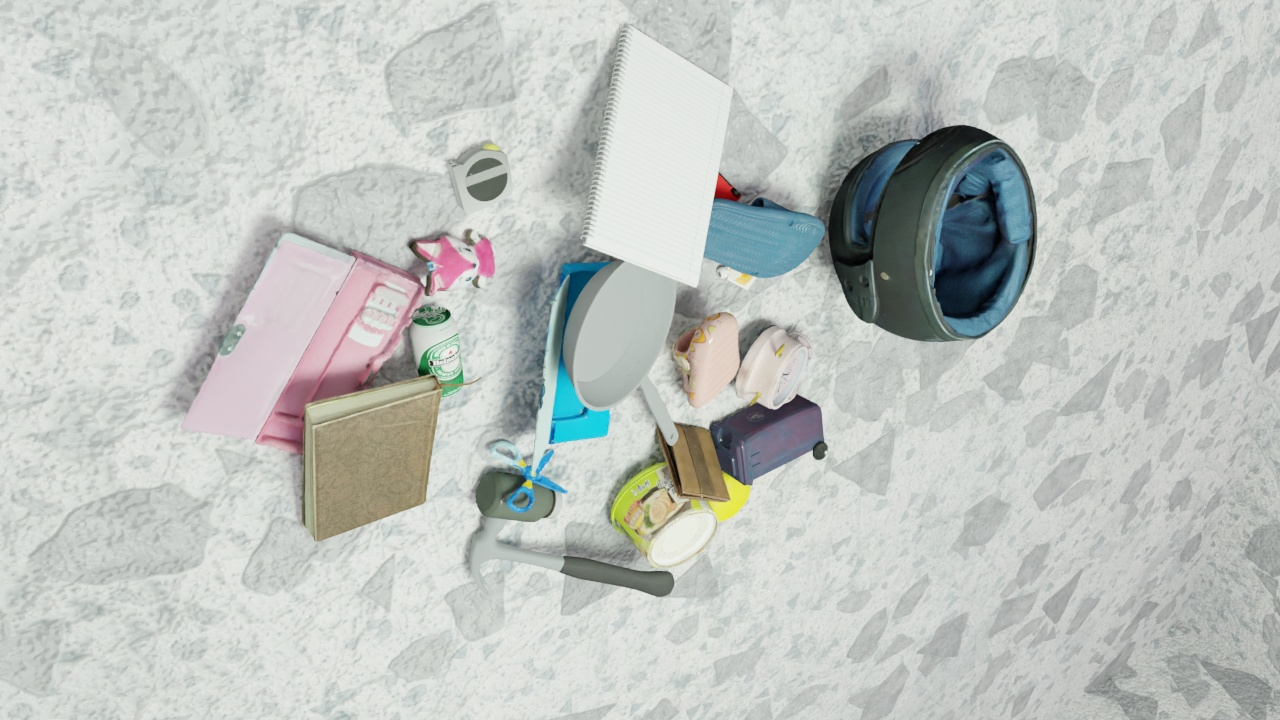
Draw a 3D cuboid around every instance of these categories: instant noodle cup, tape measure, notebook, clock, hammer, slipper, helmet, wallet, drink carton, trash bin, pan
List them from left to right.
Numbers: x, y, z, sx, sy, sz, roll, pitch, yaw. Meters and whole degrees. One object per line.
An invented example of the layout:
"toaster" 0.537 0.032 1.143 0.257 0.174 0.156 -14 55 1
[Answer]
"notebook" -0.284 0.105 1.037 0.189 0.034 0.216 -16 143 -32
"tape measure" -0.170 -0.195 0.978 0.065 0.017 0.064 -26 130 -20
"hammer" -0.092 0.292 1.282 0.310 0.029 0.125 18 110 -24
"pan" -0.007 0.007 1.147 0.200 0.051 0.357 -53 151 -22
"notebook" 0.023 -0.224 1.032 0.177 0.013 0.245 16 82 -42
"instant noodle cup" 0.039 0.228 1.330 0.146 0.098 0.146 -21 138 -20
"wallet" 0.077 0.145 1.310 0.098 0.121 0.027 14 137 -41
"slipper" 0.079 -0.008 1.230 0.093 0.081 0.197 -45 160 -18
"slipper" 0.139 -0.160 1.169 0.213 0.059 0.104 6 128 -31
"drink carton" 0.158 -0.153 1.233 0.069 0.039 0.122 21 110 -43
"trash bin" 0.191 0.119 1.387 0.160 0.094 0.092 -22 119 -25
"clock" 0.199 0.012 1.329 0.157 0.059 0.117 -5 121 -61
"helmet" 0.368 -0.177 1.223 0.248 0.236 0.316 -38 131 -10

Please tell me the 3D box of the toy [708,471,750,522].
"toy" 0.137 0.212 1.444 0.094 0.041 0.096 -3 119 -40

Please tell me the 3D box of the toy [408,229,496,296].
"toy" -0.193 -0.108 0.992 0.102 0.050 0.065 -16 93 -39

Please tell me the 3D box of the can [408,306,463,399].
"can" -0.229 -0.007 1.032 0.053 0.053 0.101 -19 128 -25

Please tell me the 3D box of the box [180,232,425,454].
"box" -0.348 -0.012 0.954 0.179 0.039 0.233 24 103 -47

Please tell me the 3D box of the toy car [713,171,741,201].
"toy car" 0.090 -0.215 1.146 0.038 0.025 0.089 -47 132 9

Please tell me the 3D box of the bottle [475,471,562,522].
"bottle" -0.157 0.180 1.199 0.108 0.060 0.060 16 107 -41

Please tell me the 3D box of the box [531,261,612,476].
"box" -0.091 0.003 1.129 0.169 0.071 0.244 -27 135 -51

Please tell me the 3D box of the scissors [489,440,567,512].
"scissors" -0.147 0.143 1.180 0.015 0.127 0.125 -31 -172 34
